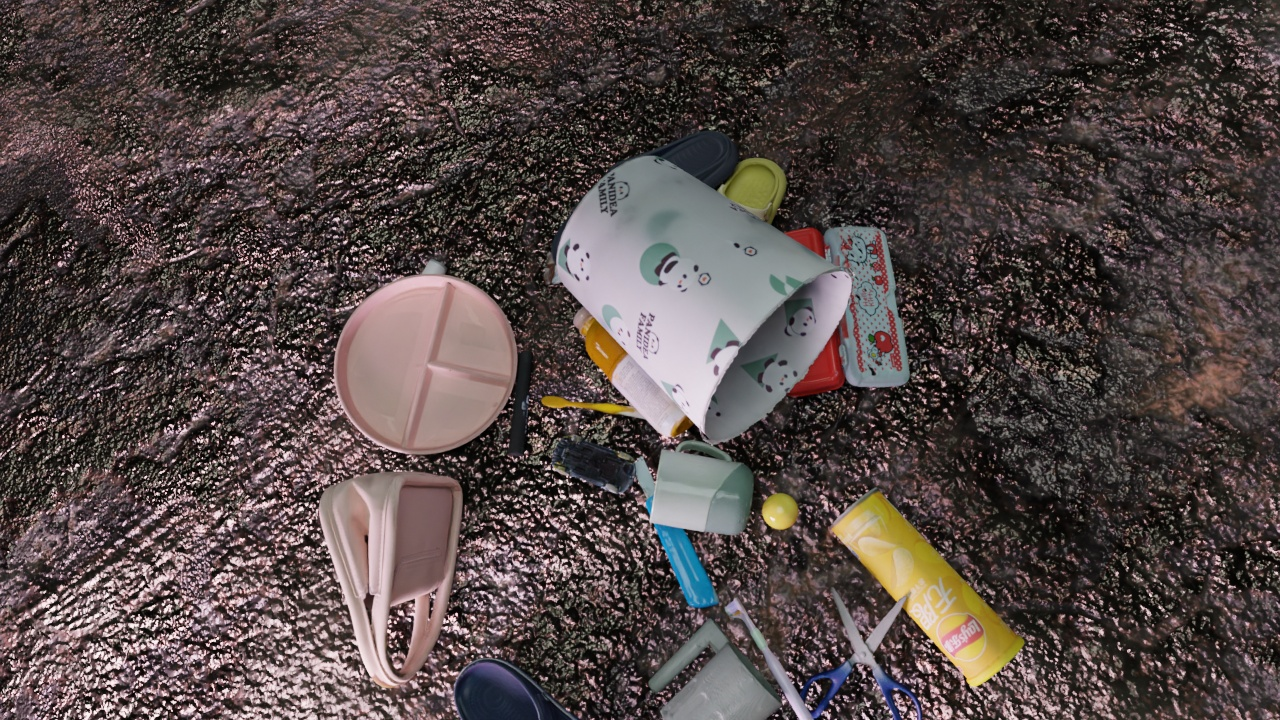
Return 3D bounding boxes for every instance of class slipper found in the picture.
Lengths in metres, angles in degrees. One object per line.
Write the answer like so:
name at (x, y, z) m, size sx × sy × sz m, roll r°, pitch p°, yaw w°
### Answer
slipper at (-0.008, -0.213, 1.133) m, size 0.268 × 0.083 × 0.110 m, roll -33°, pitch 47°, yaw 4°
slipper at (-0.110, 0.419, 0.981) m, size 0.105 × 0.095 × 0.253 m, roll -46°, pitch 68°, yaw -2°
slipper at (0.114, -0.176, 1.120) m, size 0.092 × 0.081 × 0.190 m, roll 23°, pitch 77°, yaw 19°

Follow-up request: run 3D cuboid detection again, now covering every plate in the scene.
plate at (-0.267, 0.004, 1.149) m, size 0.229 × 0.028 × 0.229 m, roll 0°, pitch 79°, yaw 1°

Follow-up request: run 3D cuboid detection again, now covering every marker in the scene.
marker at (-0.149, 0.053, 1.133) m, size 0.022 × 0.020 × 0.132 m, roll -5°, pitch 72°, yaw 27°

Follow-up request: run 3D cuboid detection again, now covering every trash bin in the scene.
trash bin at (0.058, -0.076, 0.990) m, size 0.252 × 0.229 × 0.229 m, roll 41°, pitch 85°, yaw 24°

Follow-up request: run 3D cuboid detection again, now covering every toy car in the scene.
toy car at (-0.053, 0.124, 1.087) m, size 0.106 × 0.031 × 0.049 m, roll 18°, pitch 79°, yaw 17°

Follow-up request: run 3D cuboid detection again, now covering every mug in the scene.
mug at (0.071, 0.139, 1.034) m, size 0.106 × 0.082 × 0.111 m, roll 8°, pitch 45°, yaw 3°
mug at (0.074, 0.353, 0.978) m, size 0.103 × 0.083 × 0.124 m, roll -44°, pitch 44°, yaw -3°

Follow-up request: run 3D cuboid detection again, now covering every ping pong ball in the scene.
ping pong ball at (0.157, 0.169, 1.029) m, size 0.040 × 0.040 × 0.040 m, roll -3°, pitch 73°, yaw 10°

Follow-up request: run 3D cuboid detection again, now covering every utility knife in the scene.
utility knife at (0.035, 0.196, 1.057) m, size 0.034 × 0.018 × 0.191 m, roll -21°, pitch 69°, yaw -13°

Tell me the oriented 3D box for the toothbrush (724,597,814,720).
toothbrush at (0.149, 0.340, 0.981) m, size 0.021 × 0.029 × 0.189 m, roll -19°, pitch 62°, yaw -30°

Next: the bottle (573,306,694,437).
bottle at (-0.006, 0.006, 1.080) m, size 0.068 × 0.068 × 0.189 m, roll -43°, pitch 71°, yaw -4°

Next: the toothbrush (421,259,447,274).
toothbrush at (-0.314, -0.031, 1.186) m, size 0.026 × 0.026 × 0.220 m, roll 13°, pitch 72°, yaw 55°

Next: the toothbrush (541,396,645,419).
toothbrush at (-0.027, 0.061, 1.111) m, size 0.191 × 0.018 × 0.016 m, roll 7°, pitch 78°, yaw 10°

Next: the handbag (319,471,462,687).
handbag at (-0.268, 0.241, 1.021) m, size 0.093 × 0.193 × 0.234 m, roll -6°, pitch 83°, yaw 11°

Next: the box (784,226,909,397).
box at (0.228, -0.062, 1.079) m, size 0.161 × 0.060 × 0.201 m, roll -7°, pitch 74°, yaw 5°

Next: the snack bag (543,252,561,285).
snack bag at (-0.072, -0.113, 1.164) m, size 0.105 × 0.026 × 0.045 m, roll 6°, pitch 78°, yaw 15°

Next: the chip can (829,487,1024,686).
chip can at (0.298, 0.234, 0.966) m, size 0.072 × 0.072 × 0.213 m, roll -40°, pitch 71°, yaw -3°

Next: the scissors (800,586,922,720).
scissors at (0.234, 0.320, 0.958) m, size 0.162 × 0.012 × 0.176 m, roll 44°, pitch 105°, yaw 9°
